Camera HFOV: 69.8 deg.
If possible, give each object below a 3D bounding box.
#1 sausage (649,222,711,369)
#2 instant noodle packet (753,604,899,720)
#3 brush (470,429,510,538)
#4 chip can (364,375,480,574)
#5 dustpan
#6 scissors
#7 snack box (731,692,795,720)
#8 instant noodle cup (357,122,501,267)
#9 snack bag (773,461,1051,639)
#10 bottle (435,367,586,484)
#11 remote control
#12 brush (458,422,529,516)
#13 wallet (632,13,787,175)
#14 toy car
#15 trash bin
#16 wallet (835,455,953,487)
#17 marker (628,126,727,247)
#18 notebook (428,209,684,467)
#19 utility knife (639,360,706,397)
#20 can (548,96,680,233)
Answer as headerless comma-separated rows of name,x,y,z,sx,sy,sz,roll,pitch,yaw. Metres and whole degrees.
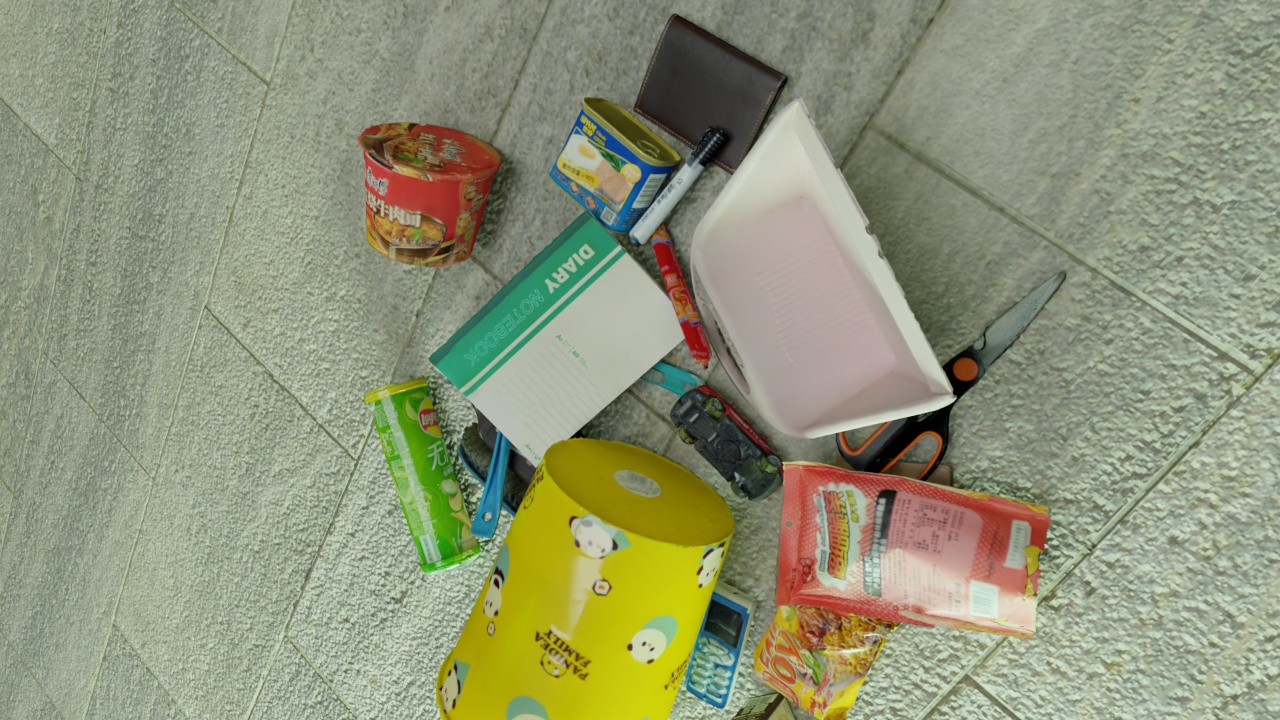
sausage,0.035,-0.063,0.838,0.020,0.020,0.155,-29,73,33
instant noodle packet,0.160,0.259,0.831,0.111,0.044,0.129,30,115,28
brush,-0.129,0.050,0.917,0.083,0.046,0.254,9,83,20
chip can,-0.245,0.131,1.039,0.073,0.072,0.221,-17,90,33
dustpan,0.111,-0.036,0.705,0.139,0.273,0.222,-27,82,8
scissors,0.261,0.025,0.728,0.235,0.021,0.125,-30,85,26
snack box,0.116,0.384,0.834,0.053,0.125,0.113,-26,86,33
instant noodle cup,-0.215,-0.166,0.929,0.138,0.137,0.109,30,123,24
snack bag,0.211,0.152,0.735,0.208,0.073,0.128,5,98,22
bottle,-0.138,0.056,0.959,0.195,0.044,0.079,40,81,19
remote control,0.078,0.278,0.896,0.049,0.024,0.125,22,112,27
brush,-0.140,0.130,0.987,0.144,0.055,0.074,40,142,19
wallet,0.057,-0.232,0.804,0.122,0.020,0.097,37,122,19
toy car,0.082,0.074,0.837,0.120,0.045,0.053,48,121,6
trash bin,-0.044,0.226,0.853,0.230,0.229,0.256,29,109,24
wallet,0.217,0.140,0.784,0.101,0.020,0.115,2,99,33
marker,0.031,-0.154,0.819,0.131,0.018,0.022,-48,54,28
notebook,-0.074,-0.017,0.860,0.209,0.012,0.150,-41,102,11
utility knife,-0.005,0.005,0.897,0.171,0.013,0.029,22,112,27
can,-0.026,-0.179,0.846,0.102,0.057,0.083,43,122,18
